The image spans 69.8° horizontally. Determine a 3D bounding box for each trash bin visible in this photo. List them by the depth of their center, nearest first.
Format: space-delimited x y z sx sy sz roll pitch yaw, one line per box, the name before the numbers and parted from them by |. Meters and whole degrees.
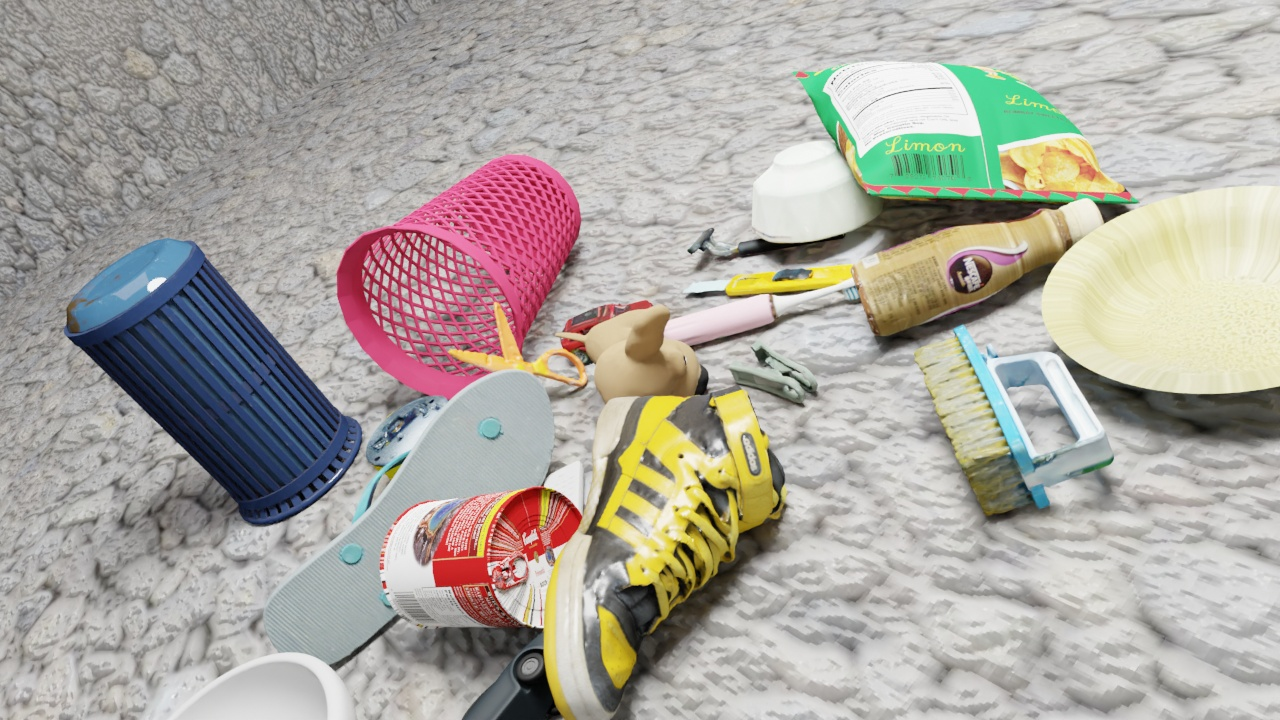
trash bin | -0.387 0.018 0.840 0.139 0.249 0.139 -20 34 14

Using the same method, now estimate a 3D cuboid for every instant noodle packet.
instant noodle packet | 0.243 -0.185 0.735 0.195 0.090 0.252 1 36 -6

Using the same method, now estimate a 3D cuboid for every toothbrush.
toothbrush | 0.080 -0.035 0.753 0.223 0.026 0.027 -15 17 22

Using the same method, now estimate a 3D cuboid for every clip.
clip | 0.094 0.014 0.681 0.050 0.023 0.078 -33 31 -2

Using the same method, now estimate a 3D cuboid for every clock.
clock | -0.178 0.077 0.776 0.119 0.057 0.083 14 52 47

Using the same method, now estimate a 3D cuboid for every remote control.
remote control | -0.056 0.124 0.657 0.033 0.012 0.130 -29 32 17

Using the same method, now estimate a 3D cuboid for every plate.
plate | 0.339 -0.033 0.539 0.185 0.036 0.184 -21 34 15

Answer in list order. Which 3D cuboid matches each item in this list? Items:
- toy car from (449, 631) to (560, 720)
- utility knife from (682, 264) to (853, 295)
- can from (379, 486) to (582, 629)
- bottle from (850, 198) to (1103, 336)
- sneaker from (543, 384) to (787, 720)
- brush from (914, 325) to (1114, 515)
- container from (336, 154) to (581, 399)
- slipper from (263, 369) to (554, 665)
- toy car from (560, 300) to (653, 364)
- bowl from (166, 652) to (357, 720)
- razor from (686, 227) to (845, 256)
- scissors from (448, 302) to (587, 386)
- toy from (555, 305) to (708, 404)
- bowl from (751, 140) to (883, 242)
toy car | -0.081 0.211 0.533 0.034 0.046 0.111 13 51 45
utility knife | 0.118 -0.066 0.779 0.191 0.018 0.030 -4 32 38
can | -0.102 0.130 0.601 0.117 0.086 0.086 -14 35 40
bottle | 0.236 -0.070 0.647 0.166 0.060 0.059 -20 34 14
sneaker | 0.024 0.106 0.554 0.122 0.086 0.237 -13 39 21
brush | 0.215 0.022 0.544 0.075 0.055 0.135 -25 33 17
container | -0.156 -0.101 0.907 0.184 0.183 0.225 -10 30 28
slipper | -0.164 0.120 0.697 0.268 0.098 0.055 -48 12 -11
toy car | -0.028 -0.029 0.824 0.091 0.036 0.042 -15 35 13
bowl | -0.239 0.271 0.556 0.177 0.066 0.176 -21 34 15
razor | 0.114 -0.107 0.830 0.144 0.022 0.042 0 32 30
scissors | -0.103 0.015 0.771 0.011 0.125 0.128 -26 53 57
toy | -0.004 0.004 0.712 0.105 0.134 0.108 5 22 -24
bowl | 0.150 -0.154 0.803 0.117 0.061 0.117 -14 27 7
